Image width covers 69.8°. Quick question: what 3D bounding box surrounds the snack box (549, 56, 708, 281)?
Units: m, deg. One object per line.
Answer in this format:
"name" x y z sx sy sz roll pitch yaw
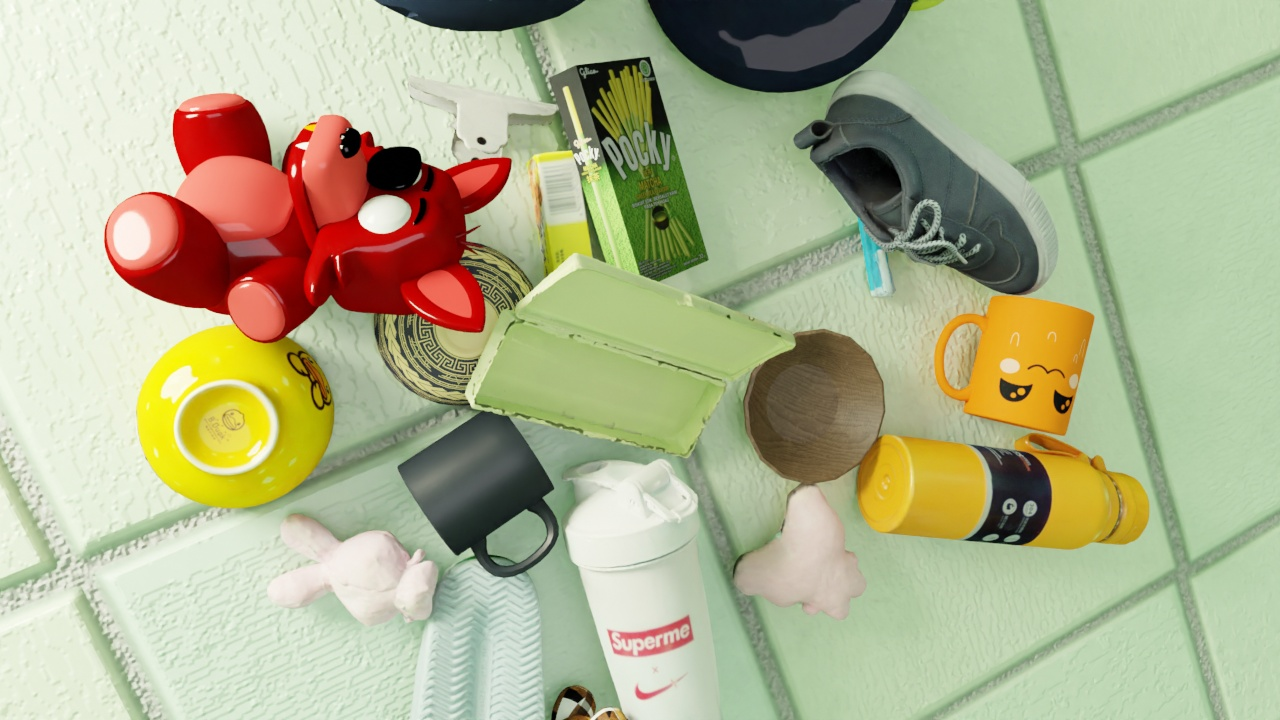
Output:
"snack box" -0.005 -0.128 0.628 0.080 0.025 0.147 -28 104 -48

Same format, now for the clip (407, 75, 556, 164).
"clip" -0.109 -0.156 0.621 0.101 0.040 0.054 7 73 -16

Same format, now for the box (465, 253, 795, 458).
"box" -0.005 -0.001 0.604 0.187 0.047 0.141 15 130 -36

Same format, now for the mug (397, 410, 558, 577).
"mug" -0.099 0.092 0.609 0.077 0.071 0.105 -34 86 -12

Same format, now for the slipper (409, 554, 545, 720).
"slipper" -0.117 0.258 0.627 0.104 0.074 0.245 9 76 -19

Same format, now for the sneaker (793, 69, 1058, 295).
"sneaker" 0.213 -0.111 0.674 0.235 0.089 0.087 37 67 -16

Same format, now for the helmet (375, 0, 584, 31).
"helmet" -0.104 -0.313 0.512 0.231 0.224 0.272 -4 66 -40

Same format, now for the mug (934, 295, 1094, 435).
"mug" 0.289 0.000 0.727 0.112 0.077 0.096 14 90 1

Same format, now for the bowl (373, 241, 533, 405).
"bowl" -0.117 -0.024 0.605 0.112 0.061 0.112 -1 95 -17

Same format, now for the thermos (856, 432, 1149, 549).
"thermos" 0.294 0.101 0.732 0.232 0.076 0.091 8 89 -17

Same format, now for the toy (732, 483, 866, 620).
"toy" 0.129 0.155 0.698 0.096 0.053 0.099 41 80 -8

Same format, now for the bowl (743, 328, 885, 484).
"bowl" 0.128 0.034 0.700 0.117 0.030 0.118 -1 95 -17

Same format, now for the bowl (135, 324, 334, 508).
"bowl" -0.251 0.037 0.567 0.117 0.068 0.117 -1 95 -17

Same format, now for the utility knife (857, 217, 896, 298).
"utility knife" 0.179 -0.108 0.713 0.022 0.015 0.123 -15 96 -28

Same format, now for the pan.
"pan" 0.174 -0.311 0.635 0.356 0.021 0.199 -17 92 2

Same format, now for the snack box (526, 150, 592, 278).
"snack box" -0.050 -0.068 0.633 0.029 0.040 0.148 -10 97 -15

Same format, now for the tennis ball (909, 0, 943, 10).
"tennis ball" 0.206 -0.293 0.678 0.065 0.065 0.065 -1 95 -17

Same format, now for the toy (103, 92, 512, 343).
"toy" -0.182 -0.083 0.537 0.197 0.158 0.121 3 137 -2

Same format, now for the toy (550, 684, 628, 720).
"toy" -0.030 0.296 0.648 0.067 0.087 0.112 -36 111 -28

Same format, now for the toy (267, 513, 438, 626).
"toy" -0.188 0.140 0.607 0.110 0.047 0.063 13 94 -3

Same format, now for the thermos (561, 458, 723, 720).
"thermos" 0.011 0.178 0.647 0.099 0.099 0.220 -16 103 -15
